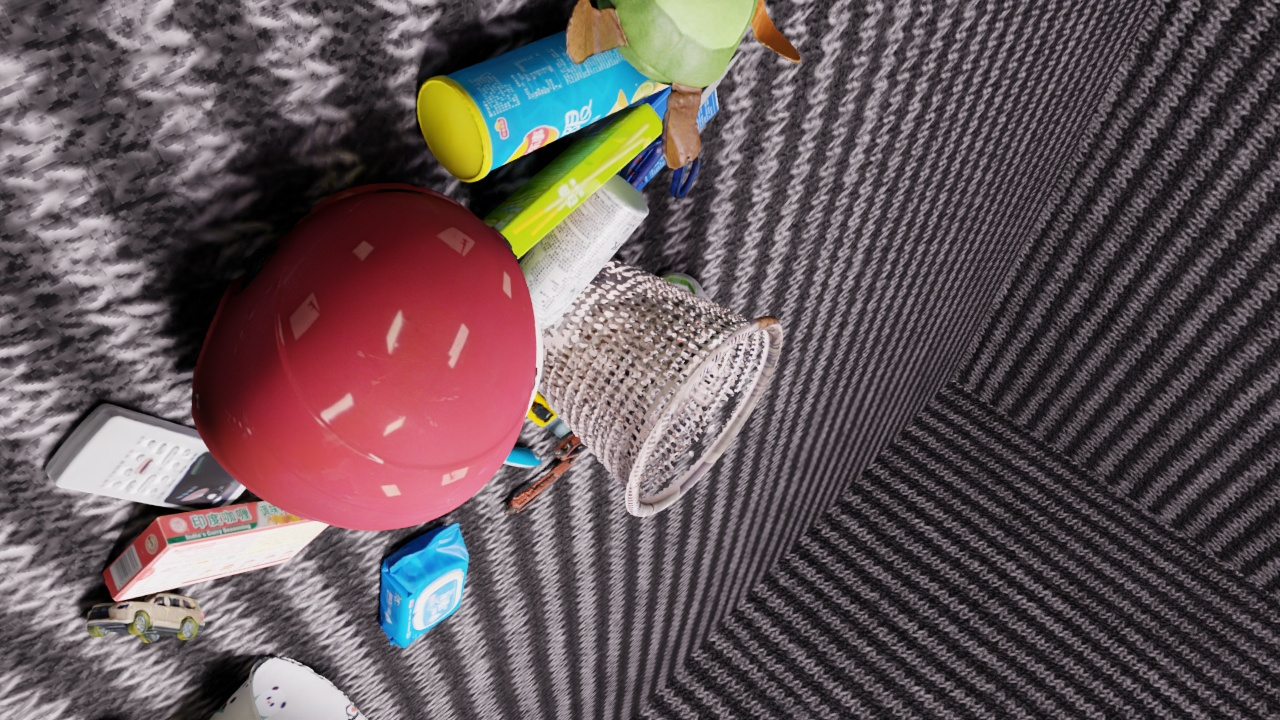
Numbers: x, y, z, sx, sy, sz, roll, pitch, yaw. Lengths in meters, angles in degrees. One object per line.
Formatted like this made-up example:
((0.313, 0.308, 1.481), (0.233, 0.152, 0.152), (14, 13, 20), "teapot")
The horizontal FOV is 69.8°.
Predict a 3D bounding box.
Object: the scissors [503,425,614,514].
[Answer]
((-0.080, 0.117, 1.122), (0.189, 0.015, 0.225), (-45, 169, 10), "scissors")

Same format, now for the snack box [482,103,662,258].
((-0.058, -0.141, 0.720), (0.156, 0.086, 0.026), (-43, 112, -10), "snack box")

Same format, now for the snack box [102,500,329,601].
((-0.316, 0.140, 0.706), (0.077, 0.027, 0.155), (-39, 162, 22), "snack box")

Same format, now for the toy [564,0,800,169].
((0.033, -0.271, 0.638), (0.227, 0.090, 0.246), (33, 68, -36), "toy")

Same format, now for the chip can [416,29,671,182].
((-0.055, -0.200, 0.662), (0.209, 0.071, 0.071), (-35, 152, -34), "chip can")

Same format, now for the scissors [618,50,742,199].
((0.037, -0.206, 0.825), (0.162, 0.012, 0.176), (-42, 155, -22), "scissors")

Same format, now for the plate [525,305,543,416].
((-0.157, 0.009, 0.718), (0.204, 0.046, 0.205), (-22, 123, -39), "plate")

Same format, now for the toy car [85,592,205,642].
((-0.372, 0.193, 0.691), (0.042, 0.035, 0.090), (-9, 160, 12), "toy car")

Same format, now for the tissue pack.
((-0.236, 0.247, 1.006), (0.094, 0.052, 0.157), (-31, 150, -40), "tissue pack")

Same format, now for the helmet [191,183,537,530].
((-0.153, -0.002, 0.578), (0.207, 0.144, 0.240), (27, 82, -27), "helmet")

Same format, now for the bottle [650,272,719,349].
((0.062, -0.050, 1.111), (0.068, 0.068, 0.197), (-52, 161, 2), "bottle")

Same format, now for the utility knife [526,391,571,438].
((-0.110, 0.051, 1.000), (0.033, 0.015, 0.219), (-48, 157, -6), "utility knife")

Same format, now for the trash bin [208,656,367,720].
((-0.375, 0.451, 0.855), (0.251, 0.229, 0.230), (-42, 156, -7), "trash bin")

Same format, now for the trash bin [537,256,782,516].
((-0.004, 0.006, 0.892), (0.227, 0.192, 0.228), (-43, 156, -25), "trash bin")

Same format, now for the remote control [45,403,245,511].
((-0.324, 0.072, 0.627), (0.058, 0.021, 0.150), (-50, 157, -2), "remote control")

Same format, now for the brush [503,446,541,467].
((-0.155, 0.071, 0.908), (0.110, 0.060, 0.314), (-52, 160, 15), "brush")

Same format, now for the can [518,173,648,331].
((-0.059, -0.094, 0.792), (0.147, 0.058, 0.058), (-47, 160, 24), "can")

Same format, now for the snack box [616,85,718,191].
((0.007, -0.206, 0.824), (0.157, 0.026, 0.084), (-47, 156, -11), "snack box")
